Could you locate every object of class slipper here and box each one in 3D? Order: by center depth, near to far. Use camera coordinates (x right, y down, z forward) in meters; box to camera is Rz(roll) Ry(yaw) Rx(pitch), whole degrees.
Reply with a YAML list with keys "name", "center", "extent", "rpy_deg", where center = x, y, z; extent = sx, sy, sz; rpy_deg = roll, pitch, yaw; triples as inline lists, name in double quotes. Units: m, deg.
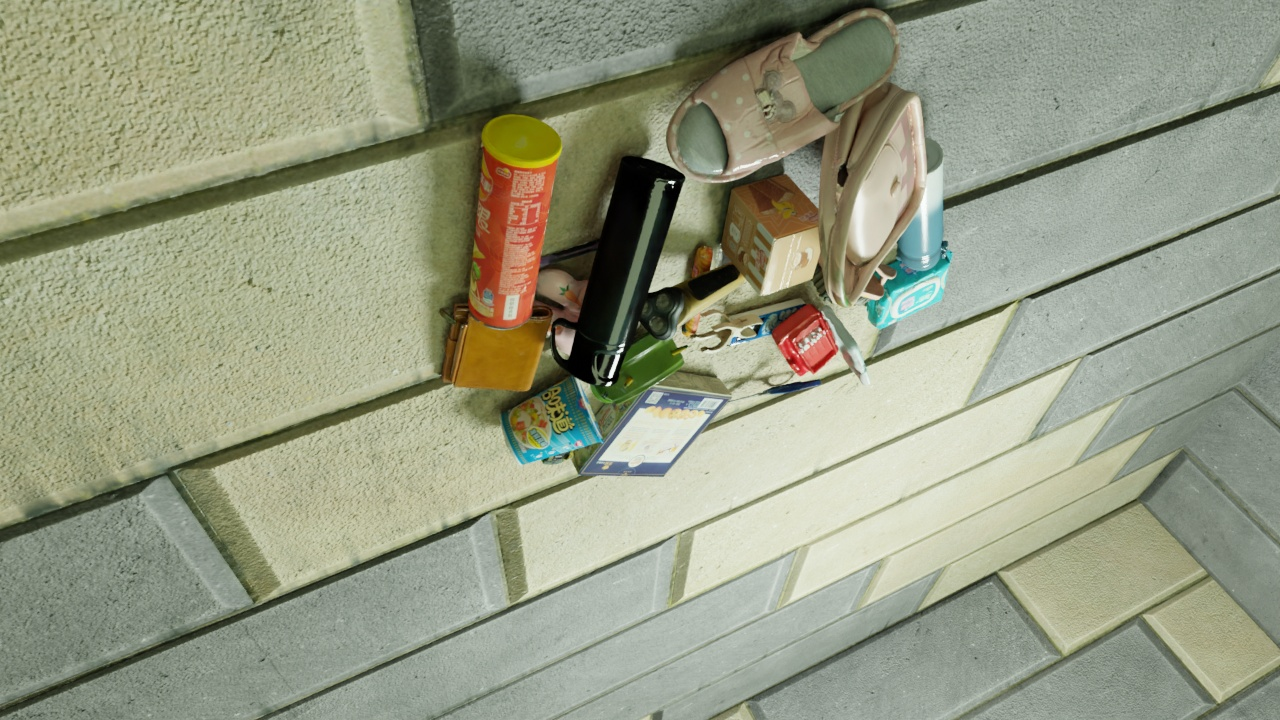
- name: "slipper"
  center: [0.151, -0.267, 0.924]
  extent: [0.274, 0.054, 0.114]
  rpy_deg: [-30, 117, -8]

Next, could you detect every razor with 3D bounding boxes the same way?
- name: "razor"
  center: [0.066, -0.078, 1.075]
  extent: [0.167, 0.062, 0.068]
  rpy_deg: [-29, 163, -38]

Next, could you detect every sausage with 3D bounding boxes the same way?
- name: "sausage"
  center: [0.071, -0.084, 1.153]
  extent: [0.021, 0.021, 0.165]
  rpy_deg: [-18, 144, -21]

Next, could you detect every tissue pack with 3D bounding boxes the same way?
- name: "tissue pack"
  center: [0.399, -0.110, 1.362]
  extent: [0.133, 0.050, 0.093]
  rpy_deg: [-27, 145, -10]

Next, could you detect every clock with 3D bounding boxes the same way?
- name: "clock"
  center: [-0.007, 0.007, 1.141]
  extent: [0.116, 0.056, 0.161]
  rpy_deg: [-32, -176, -16]

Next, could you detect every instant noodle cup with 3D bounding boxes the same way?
- name: "instant noodle cup"
  center: [-0.115, 0.079, 1.156]
  extent: [0.110, 0.099, 0.099]
  rpy_deg: [-22, 146, 0]

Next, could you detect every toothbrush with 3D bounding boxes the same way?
- name: "toothbrush"
  center: [-0.053, -0.125, 1.010]
  extent: [0.188, 0.014, 0.017]
  rpy_deg: [-20, 167, -17]

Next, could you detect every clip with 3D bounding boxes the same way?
- name: "clip"
  center: [0.117, -0.049, 1.187]
  extent: [0.104, 0.035, 0.087]
  rpy_deg: [-21, 143, -20]

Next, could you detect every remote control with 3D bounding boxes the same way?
- name: "remote control"
  center: [0.172, -0.055, 1.271]
  extent: [0.124, 0.024, 0.049]
  rpy_deg: [-16, 143, -25]

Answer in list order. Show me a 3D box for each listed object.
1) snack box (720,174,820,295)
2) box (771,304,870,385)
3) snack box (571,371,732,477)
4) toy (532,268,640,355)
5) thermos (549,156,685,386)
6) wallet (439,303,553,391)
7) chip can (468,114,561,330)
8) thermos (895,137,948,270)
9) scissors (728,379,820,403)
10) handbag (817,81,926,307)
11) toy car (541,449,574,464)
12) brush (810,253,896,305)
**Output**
- name: "snack box"
  center: [0.155, -0.147, 1.075]
  extent: [0.077, 0.094, 0.093]
  rpy_deg: [-19, 144, -20]
- name: "box"
  center: [0.262, -0.005, 1.316]
  extent: [0.095, 0.100, 0.201]
  rpy_deg: [-37, 156, 7]
- name: "snack box"
  center: [0.014, 0.092, 1.312]
  extent: [0.177, 0.045, 0.183]
  rpy_deg: [9, 129, -45]
- name: "toy"
  center: [-0.066, -0.054, 1.058]
  extent: [0.159, 0.054, 0.122]
  rpy_deg: [13, 126, -37]
- name: "thermos"
  center: [-0.031, -0.092, 0.972]
  extent: [0.090, 0.068, 0.243]
  rpy_deg: [13, 114, -12]
- name: "wallet"
  center: [-0.168, -0.013, 1.020]
  extent: [0.119, 0.035, 0.131]
  rpy_deg: [5, 140, -17]
- name: "chip can"
  center: [-0.125, -0.127, 0.892]
  extent: [0.073, 0.073, 0.217]
  rpy_deg: [-14, 142, -26]
- name: "thermos"
  center: [0.368, -0.198, 1.210]
  extent: [0.070, 0.070, 0.220]
  rpy_deg: [-32, 146, 0]
- name: "scissors"
  center: [0.194, 0.049, 1.400]
  extent: [0.163, 0.012, 0.162]
  rpy_deg: [-12, 179, 23]
- name: "handbag"
  center: [0.243, -0.168, 1.018]
  extent: [0.233, 0.093, 0.193]
  rpy_deg: [-67, 152, -22]
- name: "toy car"
  center: [-0.105, 0.104, 1.238]
  extent: [0.043, 0.036, 0.091]
  rpy_deg: [5, 133, -41]
- name: "brush"
  center: [0.295, -0.115, 1.258]
  extent: [0.145, 0.063, 0.073]
  rpy_deg: [8, 140, -45]
